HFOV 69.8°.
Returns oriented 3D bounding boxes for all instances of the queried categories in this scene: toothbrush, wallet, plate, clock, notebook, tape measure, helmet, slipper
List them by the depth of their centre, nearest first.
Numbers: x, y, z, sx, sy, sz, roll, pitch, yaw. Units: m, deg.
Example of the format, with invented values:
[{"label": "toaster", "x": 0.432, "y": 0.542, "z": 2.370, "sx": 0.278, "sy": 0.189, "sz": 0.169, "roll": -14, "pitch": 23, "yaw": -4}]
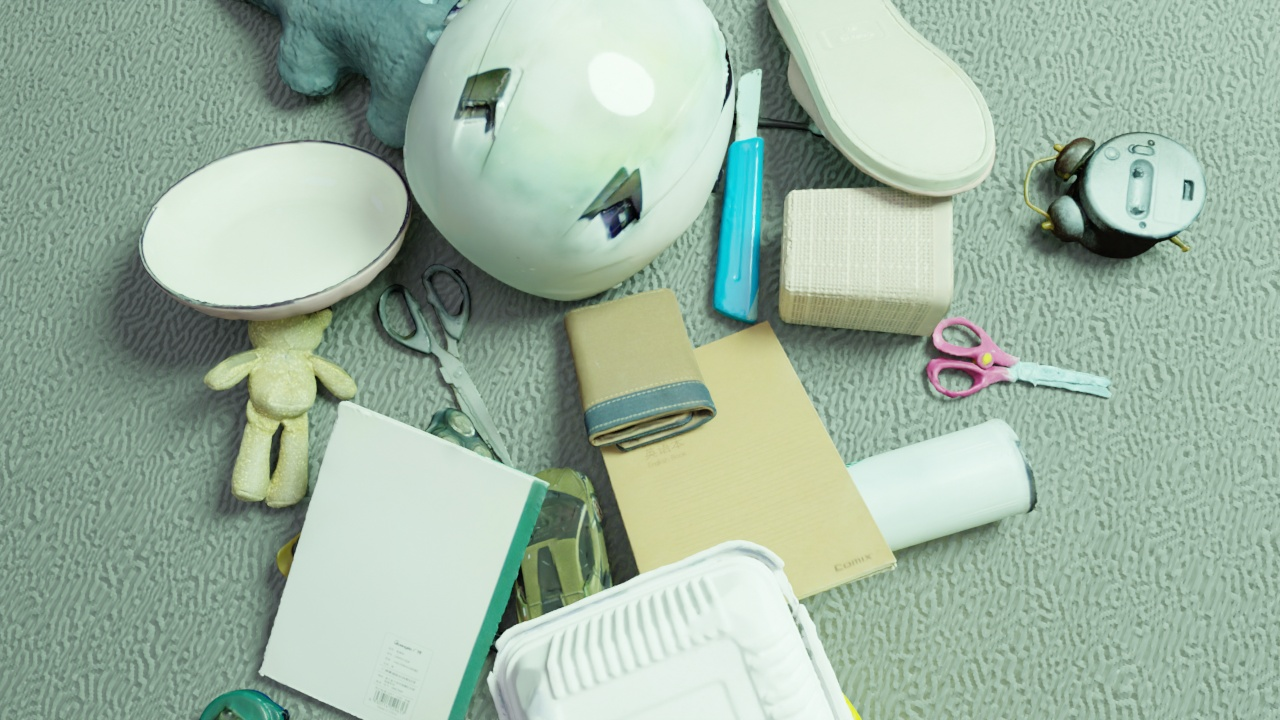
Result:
[{"label": "notebook", "x": 0.055, "y": 0.073, "z": 0.616, "sx": 0.149, "sy": 0.012, "sz": 0.211, "roll": -20, "pitch": 50, "yaw": -1}, {"label": "notebook", "x": -0.163, "y": 0.149, "z": 0.618, "sx": 0.150, "sy": 0.012, "sz": 0.209, "roll": 21, "pitch": 100, "yaw": 5}, {"label": "helmet", "x": -0.036, "y": -0.173, "z": 0.622, "sx": 0.229, "sy": 0.146, "sz": 0.258, "roll": 38, "pitch": 83, "yaw": -12}, {"label": "tape measure", "x": -0.277, "y": 0.256, "z": 0.632, "sx": 0.054, "sy": 0.025, "sz": 0.058, "roll": 30, "pitch": 79, "yaw": 9}, {"label": "wallet", "x": -0.004, "y": 0.004, "z": 0.655, "sx": 0.090, "sy": 0.033, "sz": 0.115, "roll": -15, "pitch": 54, "yaw": -2}, {"label": "clock", "x": 0.343, "y": -0.121, "z": 0.668, "sx": 0.122, "sy": 0.055, "sz": 0.082, "roll": 11, "pitch": 78, "yaw": 7}, {"label": "slipper", "x": 0.168, "y": -0.209, "z": 0.680, "sx": 0.114, "sy": 0.054, "sz": 0.274, "roll": -17, "pitch": 55, "yaw": -5}, {"label": "plate", "x": -0.264, "y": -0.094, "z": 0.681, "sx": 0.192, "sy": 0.039, "sz": 0.192, "roll": 0, "pitch": 48, "yaw": 0}, {"label": "toothbrush", "x": 0.071, "y": -0.192, "z": 0.724, "sx": 0.181, "sy": 0.018, "sz": 0.015, "roll": 7, "pitch": 80, "yaw": 7}]

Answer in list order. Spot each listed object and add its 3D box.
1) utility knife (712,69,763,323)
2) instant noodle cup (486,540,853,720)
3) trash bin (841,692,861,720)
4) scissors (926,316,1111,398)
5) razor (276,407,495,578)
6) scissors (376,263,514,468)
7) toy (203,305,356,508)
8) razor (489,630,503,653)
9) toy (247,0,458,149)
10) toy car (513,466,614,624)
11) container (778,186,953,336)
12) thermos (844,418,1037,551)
[{"label": "utility knife", "x": 0.079, "y": -0.128, "z": 0.700, "sx": 0.034, "sy": 0.018, "sz": 0.202, "roll": 4, "pitch": 81, "yaw": 8}, {"label": "instant noodle cup", "x": 0.022, "y": 0.168, "z": 0.353, "sx": 0.138, "sy": 0.060, "sz": 0.173, "roll": -21, "pitch": 77, "yaw": -1}, {"label": "trash bin", "x": 0.043, "y": 0.268, "z": 0.491, "sx": 0.229, "sy": 0.255, "sz": 0.229, "roll": -1, "pitch": 77, "yaw": 3}, {"label": "scissors", "x": 0.274, "y": 0.011, "z": 0.663, "sx": 0.135, "sy": 0.017, "sz": 0.064, "roll": 16, "pitch": 78, "yaw": 3}, {"label": "razor", "x": -0.183, "y": 0.099, "z": 0.647, "sx": 0.167, "sy": 0.067, "sz": 0.062, "roll": -35, "pitch": 76, "yaw": 1}, {"label": "scissors", "x": -0.147, "y": 0.012, "z": 0.692, "sx": 0.142, "sy": 0.014, "sz": 0.173, "roll": 8, "pitch": 80, "yaw": 4}, {"label": "toy", "x": -0.265, "y": 0.029, "z": 0.673, "sx": 0.105, "sy": 0.066, "sz": 0.157, "roll": 8, "pitch": 79, "yaw": -28}, {"label": "razor", "x": -0.141, "y": 0.181, "z": 0.643, "sx": 0.143, "sy": 0.022, "sz": 0.043, "roll": 18, "pitch": 105, "yaw": 5}, {"label": "toy", "x": -0.205, "y": -0.251, "z": 0.725, "sx": 0.356, "sy": 0.091, "sz": 0.138, "roll": 39, "pitch": 109, "yaw": 12}, {"label": "toy car", "x": -0.056, "y": 0.143, "z": 0.622, "sx": 0.070, "sy": 0.042, "sz": 0.158, "roll": -20, "pitch": 57, "yaw": 9}, {"label": "container", "x": 0.156, "y": -0.071, "z": 0.653, "sx": 0.111, "sy": 0.090, "sz": 0.090, "roll": 2, "pitch": 77, "yaw": 8}, {"label": "thermos", "x": 0.144, "y": 0.100, "z": 0.623, "sx": 0.224, "sy": 0.073, "sz": 0.073, "roll": -16, "pitch": 76, "yaw": 0}]
